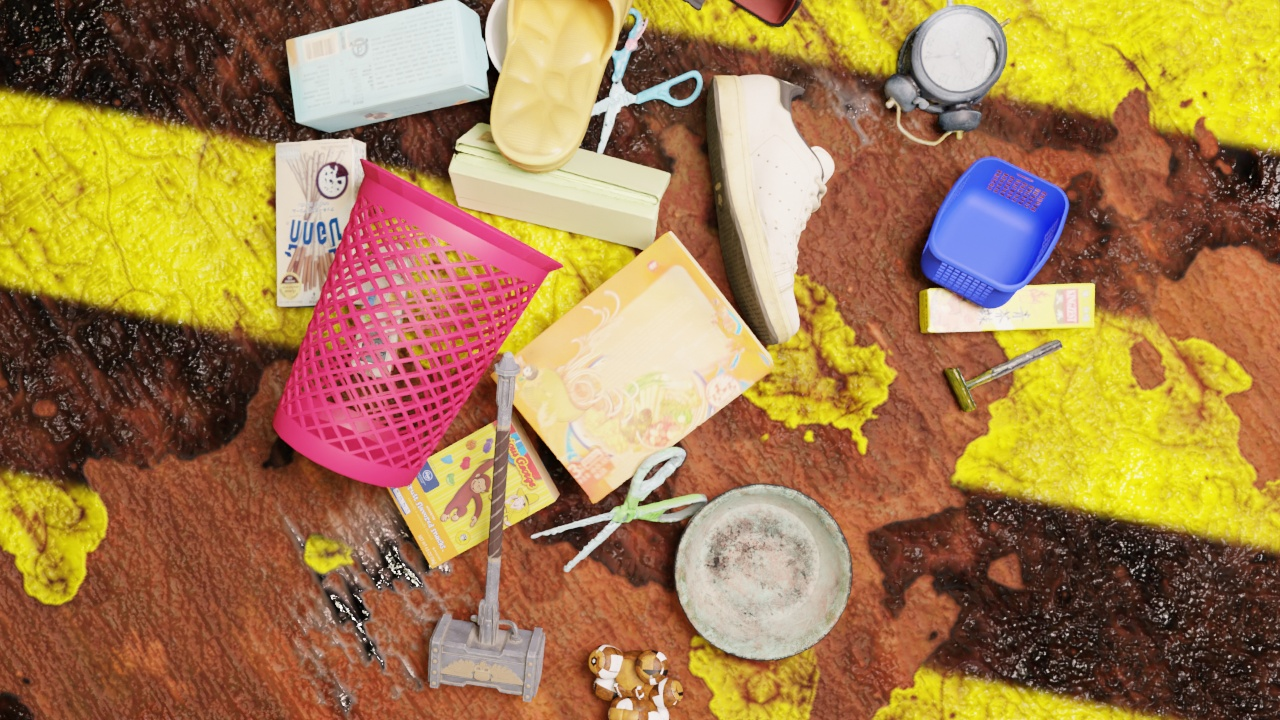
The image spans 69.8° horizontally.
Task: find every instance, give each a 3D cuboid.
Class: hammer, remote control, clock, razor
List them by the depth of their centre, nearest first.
[{"bbox_3d":[-0.123,0.144,0.781,0.098,0.044,0.322,8,111,2],"label":"hammer"},{"bbox_3d":[0.270,-0.253,0.813,0.090,0.052,0.129,24,96,1],"label":"clock"},{"bbox_3d":[0.331,0.006,0.829,0.106,0.026,0.042,-24,88,-2],"label":"razor"},{"bbox_3d":[-0.238,-0.047,0.848,0.038,0.018,0.125,12,92,2],"label":"remote control"}]

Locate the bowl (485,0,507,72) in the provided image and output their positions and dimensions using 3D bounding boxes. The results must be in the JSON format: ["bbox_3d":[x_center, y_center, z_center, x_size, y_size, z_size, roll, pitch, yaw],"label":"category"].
[{"bbox_3d":[-0.081,-0.287,0.826,0.110,0.040,0.110,0,88,1],"label":"bowl"}]

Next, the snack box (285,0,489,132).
[{"bbox_3d":[-0.223,-0.257,0.809,0.175,0.053,0.075,-7,90,17],"label":"snack box"}]

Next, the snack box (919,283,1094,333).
[{"bbox_3d":[0.328,-0.046,0.823,0.148,0.029,0.040,-1,91,2],"label":"snack box"}]

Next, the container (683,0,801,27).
[{"bbox_3d":[0.079,-0.353,0.778,0.148,0.127,0.200,34,82,1],"label":"container"}]

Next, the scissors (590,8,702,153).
[{"bbox_3d":[-0.001,-0.249,0.842,0.126,0.015,0.136,17,97,3],"label":"scissors"}]

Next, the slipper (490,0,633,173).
[{"bbox_3d":[-0.063,-0.289,0.764,0.099,0.078,0.263,15,84,4],"label":"slipper"}]

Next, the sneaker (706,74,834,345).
[{"bbox_3d":[0.123,-0.136,0.807,0.102,0.089,0.241,-9,86,-6],"label":"sneaker"}]

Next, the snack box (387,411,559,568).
[{"bbox_3d":[-0.152,0.117,0.835,0.126,0.040,0.088,-29,90,2],"label":"snack box"}]

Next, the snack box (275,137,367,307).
[{"bbox_3d":[-0.290,-0.124,0.835,0.082,0.026,0.150,0,91,15],"label":"snack box"}]

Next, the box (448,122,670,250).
[{"bbox_3d":[-0.073,-0.154,0.814,0.188,0.077,0.089,16,91,2],"label":"box"}]

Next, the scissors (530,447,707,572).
[{"bbox_3d":[-0.014,0.129,0.797,0.171,0.169,0.023,-9,55,-28],"label":"scissors"}]

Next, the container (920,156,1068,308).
[{"bbox_3d":[0.301,-0.107,0.793,0.096,0.058,0.114,31,73,13],"label":"container"}]

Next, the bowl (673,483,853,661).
[{"bbox_3d":[0.109,0.187,0.829,0.157,0.038,0.157,0,91,2],"label":"bowl"}]

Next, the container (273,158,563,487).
[{"bbox_3d":[-0.198,-0.023,0.767,0.183,0.183,0.226,28,94,1],"label":"container"}]

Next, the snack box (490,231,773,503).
[{"bbox_3d":[-0.005,0.005,0.797,0.195,0.080,0.145,-38,94,10],"label":"snack box"}]

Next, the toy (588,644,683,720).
[{"bbox_3d":[-0.004,0.314,0.823,0.087,0.067,0.112,-3,78,26],"label":"toy"}]
